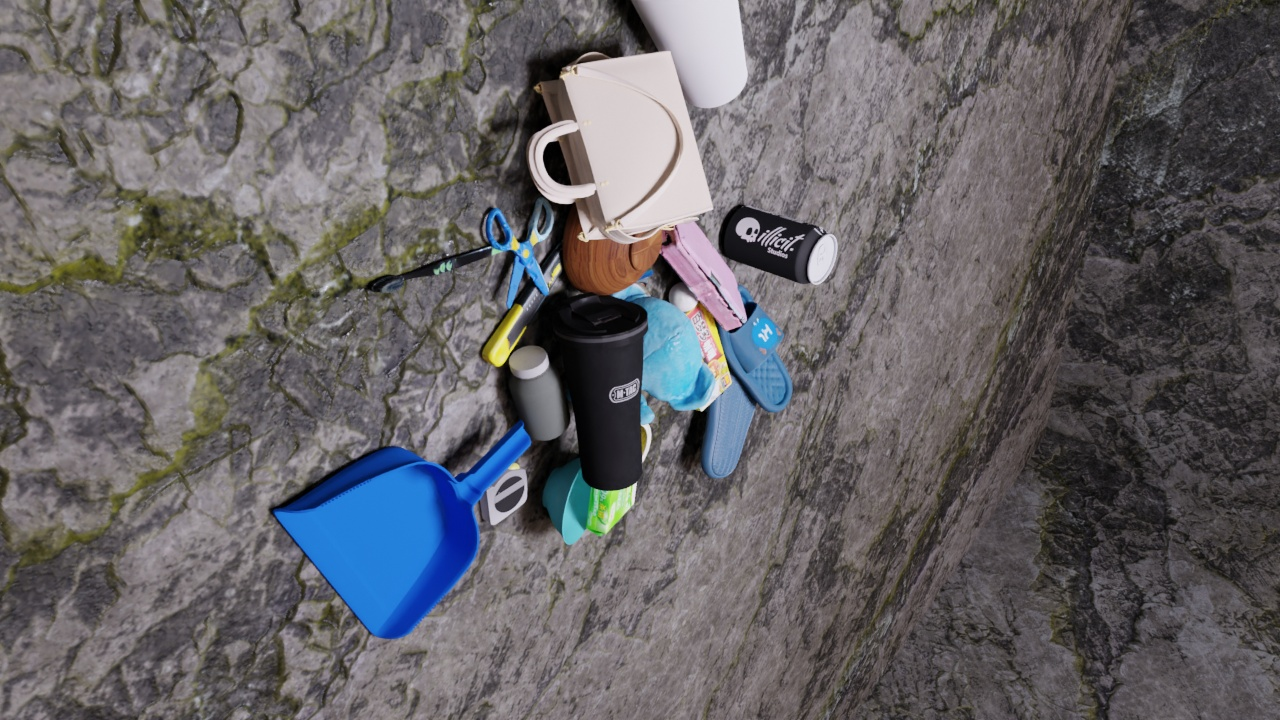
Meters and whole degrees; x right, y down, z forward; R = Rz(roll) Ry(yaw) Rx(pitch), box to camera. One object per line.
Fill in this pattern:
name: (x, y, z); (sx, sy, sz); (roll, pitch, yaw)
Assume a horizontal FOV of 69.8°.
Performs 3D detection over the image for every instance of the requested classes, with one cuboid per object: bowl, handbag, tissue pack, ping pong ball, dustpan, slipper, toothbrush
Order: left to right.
dustpan: (-0.223, 0.151, 0.986); (0.257, 0.059, 0.246); (-46, 141, -28)
toothbrush: (-0.188, -0.096, 0.916); (0.187, 0.017, 0.014); (-27, 128, -44)
bowl: (-0.092, 0.168, 1.165); (0.121, 0.046, 0.121); (16, 89, -73)
handbag: (-0.036, -0.215, 0.939); (0.197, 0.101, 0.194); (-21, 97, -40)
tissue pack: (-0.034, 0.162, 1.204); (0.099, 0.034, 0.114); (-39, 139, -60)
bowl: (-0.017, -0.139, 1.055); (0.146, 0.069, 0.147); (-36, 136, -45)
ping pong ball: (0.058, -0.085, 1.228); (0.040, 0.040, 0.040); (-31, 133, -40)
slipper: (0.127, 0.074, 1.406); (0.103, 0.059, 0.213); (17, 85, -46)
slipper: (0.175, -0.013, 1.367); (0.103, 0.059, 0.214); (-46, 118, -35)

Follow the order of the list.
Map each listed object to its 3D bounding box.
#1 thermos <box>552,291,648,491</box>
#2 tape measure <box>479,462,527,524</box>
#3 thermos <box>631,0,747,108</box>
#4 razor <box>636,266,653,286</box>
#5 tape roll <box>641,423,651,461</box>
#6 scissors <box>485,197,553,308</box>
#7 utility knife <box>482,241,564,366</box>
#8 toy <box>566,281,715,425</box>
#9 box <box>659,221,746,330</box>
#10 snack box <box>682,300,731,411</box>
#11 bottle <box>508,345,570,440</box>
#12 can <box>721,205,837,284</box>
thermos: (-0.040, 0.039, 1.054); (0.105, 0.106, 0.219); (-28, 125, -42)
tape measure: (-0.165, 0.158, 1.100); (0.064, 0.017, 0.064); (-32, 134, -39)
thermos: (0.054, -0.375, 0.983); (0.131, 0.131, 0.222); (-57, 153, -12)
razor: (0.000, -0.066, 1.184); (0.044, 0.018, 0.141); (-14, 133, -6)
tape roll: (-0.022, 0.121, 1.266); (0.093, 0.019, 0.094); (-30, 132, -40)
scissors: (-0.123, -0.121, 0.981); (0.125, 0.016, 0.125); (-50, 136, -26)
utility knife: (-0.114, -0.079, 1.023); (0.197, 0.020, 0.029); (-59, 147, -12)
toy: (-0.007, 0.007, 1.144); (0.180, 0.183, 0.115); (-39, -174, -1)
box: (0.081, -0.127, 1.200); (0.233, 0.041, 0.098); (44, 35, -53)
snack box: (0.081, -0.010, 1.294); (0.075, 0.025, 0.152); (-40, 127, -31)
bottle: (-0.117, 0.038, 1.052); (0.060, 0.060, 0.109); (-41, 139, -31)
can: (0.189, -0.159, 1.264); (0.080, 0.146, 0.080); (-31, 133, -40)
